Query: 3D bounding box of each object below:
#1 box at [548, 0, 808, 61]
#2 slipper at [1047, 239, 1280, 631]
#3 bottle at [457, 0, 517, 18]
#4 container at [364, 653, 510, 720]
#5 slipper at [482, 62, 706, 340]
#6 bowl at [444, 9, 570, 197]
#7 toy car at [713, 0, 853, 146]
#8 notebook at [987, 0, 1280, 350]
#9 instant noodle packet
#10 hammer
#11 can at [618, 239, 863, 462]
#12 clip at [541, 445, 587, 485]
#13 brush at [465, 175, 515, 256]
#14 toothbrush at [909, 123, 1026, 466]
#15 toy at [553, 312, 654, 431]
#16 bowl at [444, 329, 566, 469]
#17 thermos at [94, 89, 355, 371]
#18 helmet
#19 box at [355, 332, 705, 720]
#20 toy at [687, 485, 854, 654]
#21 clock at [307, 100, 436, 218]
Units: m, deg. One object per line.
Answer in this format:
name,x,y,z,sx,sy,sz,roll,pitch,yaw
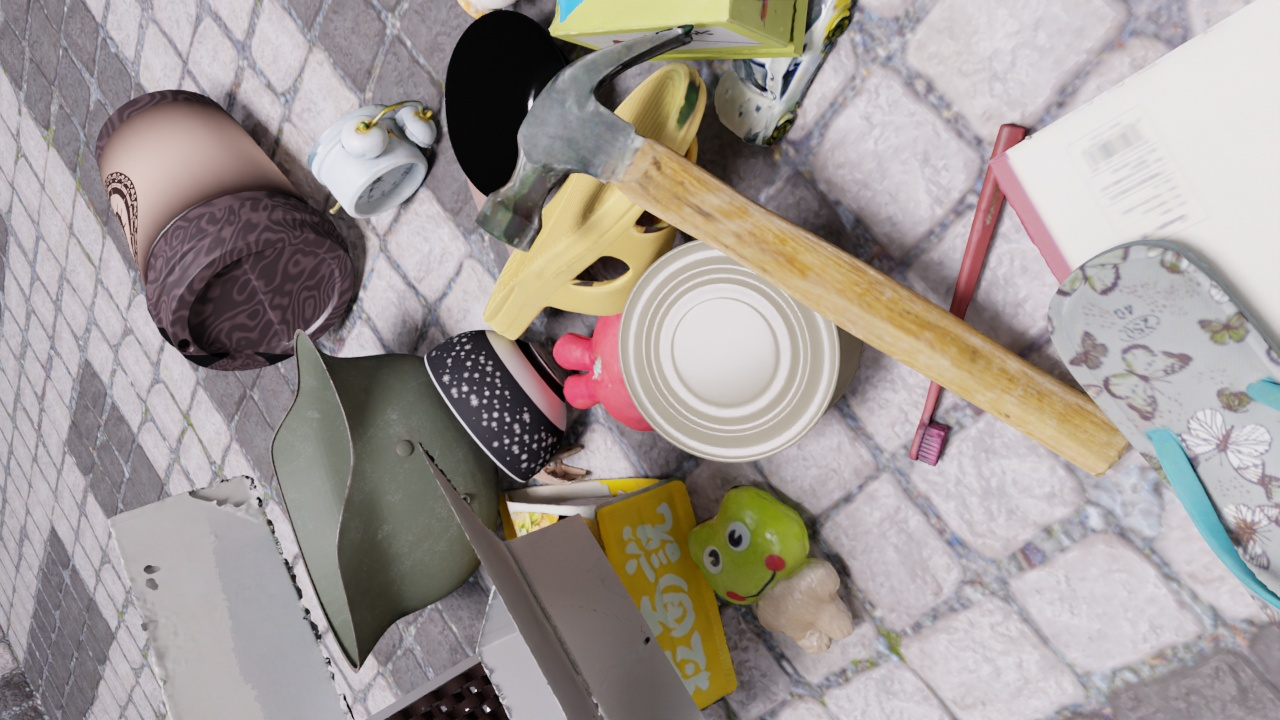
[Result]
box,0.027,-0.272,0.466,0.125,0.079,0.221,9,98,36
slipper,0.276,0.065,0.389,0.269,0.054,0.098,47,134,11
bottle,-0.078,-0.265,0.585,0.109,0.063,0.063,-30,85,43
container,-0.144,0.407,0.732,0.243,0.246,0.246,52,142,19
slipper,-0.023,-0.075,0.576,0.078,0.099,0.264,30,149,-17
bowl,-0.072,-0.169,0.618,0.124,0.052,0.124,14,113,37
toy car,0.075,-0.169,0.509,0.048,0.033,0.106,43,129,19
notebook,0.269,-0.036,0.394,0.153,0.012,0.208,-31,88,42
instant noodle packet,-0.045,0.178,0.709,0.222,0.084,0.163,-11,96,53
hammer,0.093,-0.041,0.449,0.330,0.033,0.132,30,97,-1
can,0.058,-0.011,0.524,0.128,0.073,0.128,4,102,21
clip,-0.069,0.075,0.719,0.061,0.025,0.045,2,106,43
brush,-0.100,-0.112,0.691,0.050,0.015,0.136,-9,104,40
toothbrush,0.172,-0.028,0.485,0.016,0.016,0.190,21,117,29
toy,-0.004,0.004,0.624,0.135,0.045,0.091,-12,95,36
bowl,-0.095,0.022,0.679,0.066,0.120,0.120,-38,76,0
thermos,-0.385,-0.126,0.832,0.226,0.172,0.173,50,130,24
helmet,-0.197,0.092,0.740,0.227,0.153,0.268,24,127,55
box,-0.037,0.147,0.499,0.166,0.108,0.420,53,157,28
toy,0.086,0.140,0.597,0.118,0.043,0.092,48,128,16
clock,-0.207,-0.163,0.716,0.057,0.083,0.118,53,134,6
